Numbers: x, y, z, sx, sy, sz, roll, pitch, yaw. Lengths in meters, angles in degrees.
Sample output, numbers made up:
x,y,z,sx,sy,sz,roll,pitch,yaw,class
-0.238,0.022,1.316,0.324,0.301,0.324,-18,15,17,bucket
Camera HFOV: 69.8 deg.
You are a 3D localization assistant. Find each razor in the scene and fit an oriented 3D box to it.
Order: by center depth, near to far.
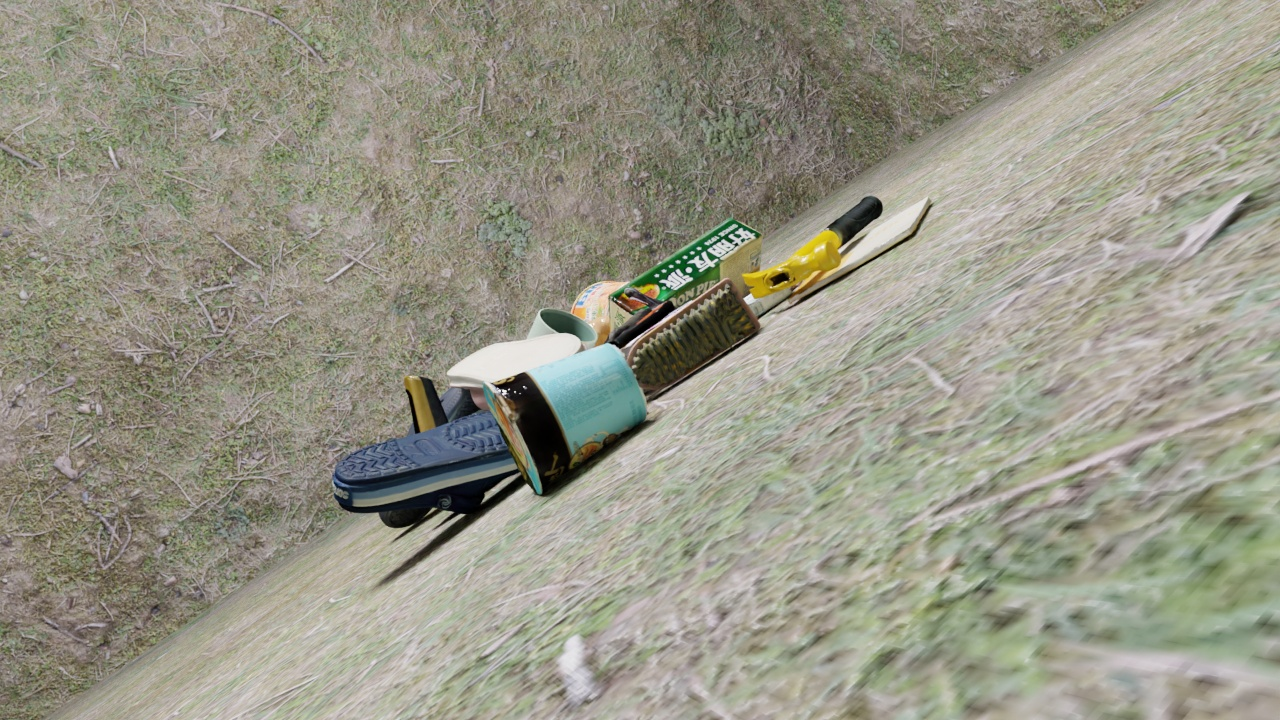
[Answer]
x,y,z,sx,sy,sz,roll,pitch,yaw,class
-0.243,0.097,1.065,0.067,0.167,0.062,-15,-1,-25,razor
0.045,-0.059,1.125,0.043,0.142,0.022,160,128,-72,razor

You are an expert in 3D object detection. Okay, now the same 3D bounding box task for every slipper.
x,y,z,sx,sy,sz,roll,pitch,yaw,class
-0.192,0.120,0.957,0.252,0.095,0.105,-13,25,-38,slipper
-0.144,0.017,1.069,0.114,0.054,0.275,-38,20,-29,slipper
-0.272,0.100,1.229,0.268,0.083,0.110,-53,-29,3,slipper

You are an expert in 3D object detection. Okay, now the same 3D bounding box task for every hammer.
x,y,z,sx,sy,sz,roll,pitch,yaw,class
0.218,-0.139,1.060,0.129,0.033,0.299,-22,9,40,hammer

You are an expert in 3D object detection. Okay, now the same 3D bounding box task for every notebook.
x,y,z,sx,sy,sz,roll,pitch,yaw,class
0.246,-0.124,1.014,0.146,0.010,0.205,-31,4,29,notebook

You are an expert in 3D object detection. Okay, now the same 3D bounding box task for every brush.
x,y,z,sx,sy,sz,roll,pitch,yaw,class
0.049,-0.020,0.954,0.146,0.063,0.073,-34,8,6,brush

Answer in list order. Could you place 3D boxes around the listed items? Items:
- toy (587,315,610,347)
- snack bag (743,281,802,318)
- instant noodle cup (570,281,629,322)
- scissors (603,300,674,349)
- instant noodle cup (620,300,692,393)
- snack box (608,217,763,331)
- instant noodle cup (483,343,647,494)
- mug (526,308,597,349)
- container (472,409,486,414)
x,y,z,sx,sy,sz,roll,pitch,yaw,class
-0.080,-0.006,1.284,0.226,0.082,0.143,-53,15,9,toy
0.138,-0.068,1.062,0.104,0.026,0.048,-34,24,-23,snack bag
-0.022,-0.059,1.458,0.151,0.151,0.112,-35,13,-26,instant noodle cup
-0.022,-0.022,0.959,0.125,0.021,0.234,-33,5,12,scissors
-0.006,0.006,1.077,0.174,0.060,0.137,-30,5,27,instant noodle cup
0.064,-0.086,1.230,0.239,0.063,0.115,-35,-36,-28,snack box
-0.062,0.043,0.816,0.120,0.111,0.111,-26,2,-15,instant noodle cup
-0.109,0.005,1.158,0.106,0.082,0.111,-63,21,21,mug
-0.189,0.104,1.149,0.111,0.090,0.090,-32,3,-41,container
